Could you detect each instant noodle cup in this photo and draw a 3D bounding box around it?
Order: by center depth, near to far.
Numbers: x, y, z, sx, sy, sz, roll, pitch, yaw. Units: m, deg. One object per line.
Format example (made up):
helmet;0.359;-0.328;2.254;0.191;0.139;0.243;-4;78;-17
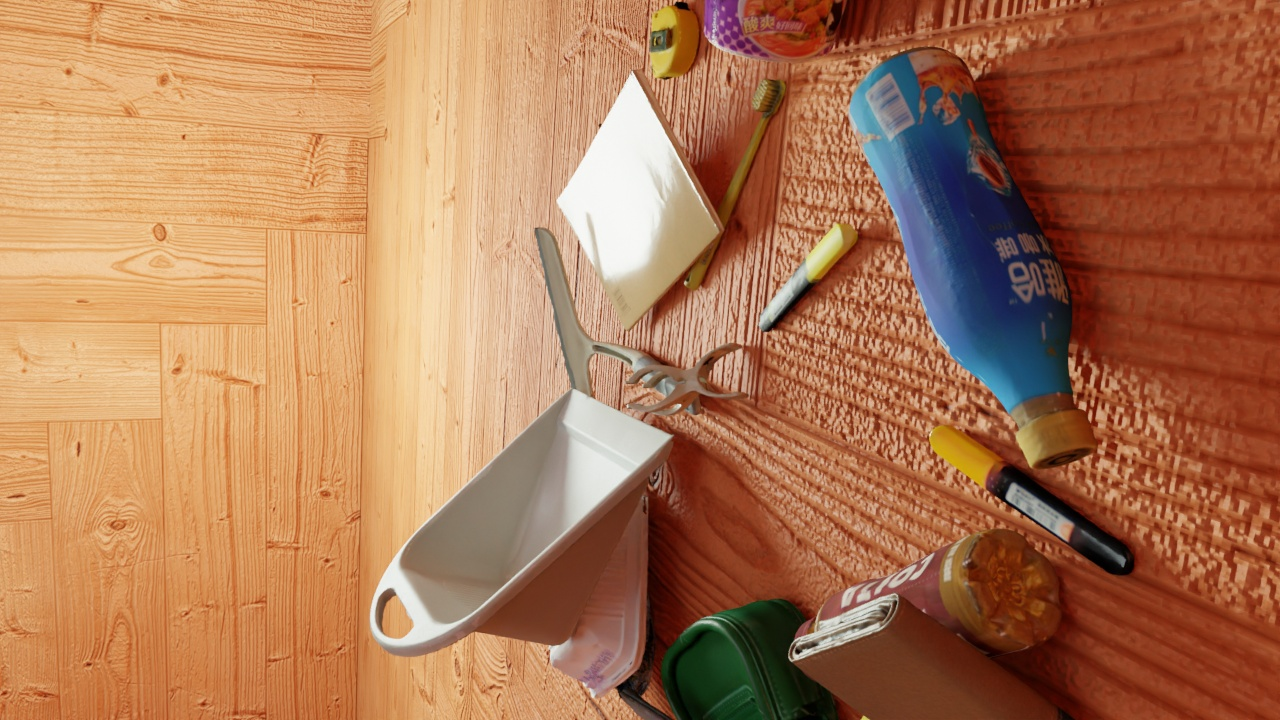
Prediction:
instant noodle cup;0.088;-0.245;0.570;0.111;0.111;0.099;-123;31;-50
instant noodle cup;-0.042;0.212;0.855;0.138;0.060;0.173;122;154;-51

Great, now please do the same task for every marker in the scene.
marker;0.190;0.066;0.454;0.124;0.015;0.018;44;131;54
marker;0.111;-0.053;0.624;0.124;0.015;0.018;125;139;-56

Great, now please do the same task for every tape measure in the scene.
tape measure;0.026;-0.274;0.785;0.057;0.028;0.060;-166;77;-64

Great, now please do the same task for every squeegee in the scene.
squeegee;-0.005;0.005;0.846;0.247;0.039;0.247;25;131;56

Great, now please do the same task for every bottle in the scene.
bottle;0.164;-0.053;0.448;0.065;0.065;0.218;128;135;-53
bottle;0.144;0.143;0.500;0.175;0.057;0.057;131;133;-55

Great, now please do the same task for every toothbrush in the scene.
toothbrush;0.068;-0.131;0.709;0.015;0.016;0.191;-112;33;-40

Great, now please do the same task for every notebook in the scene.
notebook;-0.008;-0.127;0.797;0.149;0.012;0.212;63;152;9

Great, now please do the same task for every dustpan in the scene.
dustpan;-0.124;0.142;0.813;0.223;0.142;0.257;20;88;61

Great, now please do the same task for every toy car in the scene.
toy car;-0.005;0.261;0.853;0.049;0.031;0.105;123;153;-47

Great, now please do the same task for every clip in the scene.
clip;0.036;0.017;0.722;0.101;0.034;0.076;-15;72;34

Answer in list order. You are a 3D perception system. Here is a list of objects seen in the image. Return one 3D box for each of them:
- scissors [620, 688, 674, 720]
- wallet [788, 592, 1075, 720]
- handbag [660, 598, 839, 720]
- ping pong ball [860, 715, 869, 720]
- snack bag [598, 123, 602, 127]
scissors;0.068;0.263;0.592;0.210;0.015;0.177;47;143;9
wallet;0.141;0.163;0.448;0.090;0.115;0.033;-47;9;52
handbag;0.076;0.236;0.637;0.120;0.067;0.132;66;146;31
ping pong ball;0.144;0.217;0.523;0.040;0.040;0.040;179;90;-65
snack bag;-0.018;-0.192;0.881;0.105;0.026;0.045;53;166;50
